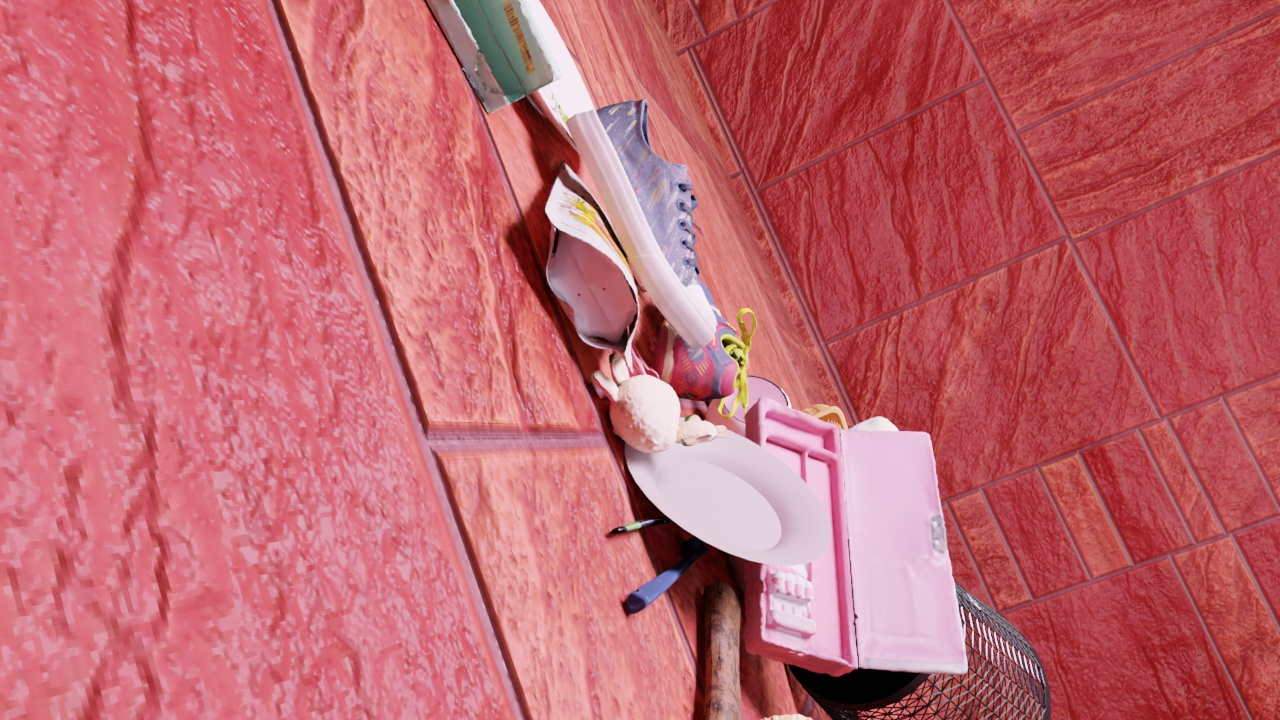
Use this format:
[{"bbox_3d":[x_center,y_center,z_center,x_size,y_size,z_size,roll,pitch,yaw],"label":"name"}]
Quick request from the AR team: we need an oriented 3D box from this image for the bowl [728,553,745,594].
[{"bbox_3d":[0.121,0.184,0.846,0.132,0.064,0.131,58,15,-27],"label":"bowl"}]

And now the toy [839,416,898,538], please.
[{"bbox_3d":[0.217,0.155,1.002,0.137,0.209,0.085,66,-13,-9],"label":"toy"}]

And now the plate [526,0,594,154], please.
[{"bbox_3d":[-0.100,-0.286,0.896,0.229,0.030,0.229,58,16,-27],"label":"plate"}]

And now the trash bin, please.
[{"bbox_3d":[0.267,0.303,0.926,0.243,0.217,0.216,45,24,-39],"label":"trash bin"}]

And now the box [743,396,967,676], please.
[{"bbox_3d":[0.169,0.148,0.774,0.055,0.180,0.232,109,-9,-50],"label":"box"}]

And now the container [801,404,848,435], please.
[{"bbox_3d":[0.220,0.158,1.130,0.183,0.129,0.167,64,7,-8],"label":"container"}]

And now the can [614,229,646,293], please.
[{"bbox_3d":[0.008,-0.121,0.975,0.059,0.054,0.099,60,15,-29],"label":"can"}]

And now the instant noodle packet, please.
[{"bbox_3d":[-0.034,-0.089,0.773,0.147,0.057,0.268,62,9,-17],"label":"instant noodle packet"}]

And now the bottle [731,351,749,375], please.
[{"bbox_3d":[0.093,-0.006,1.020,0.048,0.048,0.131,62,-6,-13],"label":"bottle"}]

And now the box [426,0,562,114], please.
[{"bbox_3d":[-0.125,-0.299,0.725,0.189,0.079,0.077,62,13,-16],"label":"box"}]

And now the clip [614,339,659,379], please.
[{"bbox_3d":[-0.005,0.005,0.780,0.057,0.022,0.035,58,17,-9],"label":"clip"}]

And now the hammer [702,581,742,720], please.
[{"bbox_3d":[0.045,0.230,0.560,0.120,0.033,0.329,61,14,-14],"label":"hammer"}]

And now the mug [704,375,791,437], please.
[{"bbox_3d":[0.129,0.070,0.969,0.076,0.124,0.090,100,2,-46],"label":"mug"}]

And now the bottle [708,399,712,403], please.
[{"bbox_3d":[0.109,0.077,1.039,0.110,0.043,0.042,67,14,13],"label":"bottle"}]

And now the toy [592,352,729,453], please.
[{"bbox_3d":[0.008,0.040,0.694,0.112,0.050,0.087,38,18,-8],"label":"toy"}]

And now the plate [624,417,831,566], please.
[{"bbox_3d":[0.064,0.103,0.706,0.172,0.019,0.172,20,25,-10],"label":"plate"}]

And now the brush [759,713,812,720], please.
[{"bbox_3d":[0.136,0.369,0.630,0.272,0.062,0.077,69,18,-4],"label":"brush"}]

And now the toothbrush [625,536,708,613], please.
[{"bbox_3d":[0.021,0.146,0.644,0.017,0.016,0.189,60,13,9],"label":"toothbrush"}]

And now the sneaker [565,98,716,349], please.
[{"bbox_3d":[0.017,-0.125,0.793,0.235,0.079,0.087,64,6,9],"label":"sneaker"}]

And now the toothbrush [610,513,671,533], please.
[{"bbox_3d":[0.012,0.118,0.665,0.188,0.014,0.017,15,60,-72],"label":"toothbrush"}]

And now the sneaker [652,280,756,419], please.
[{"bbox_3d":[0.069,-0.016,0.920,0.241,0.091,0.116,-66,165,-68],"label":"sneaker"}]
